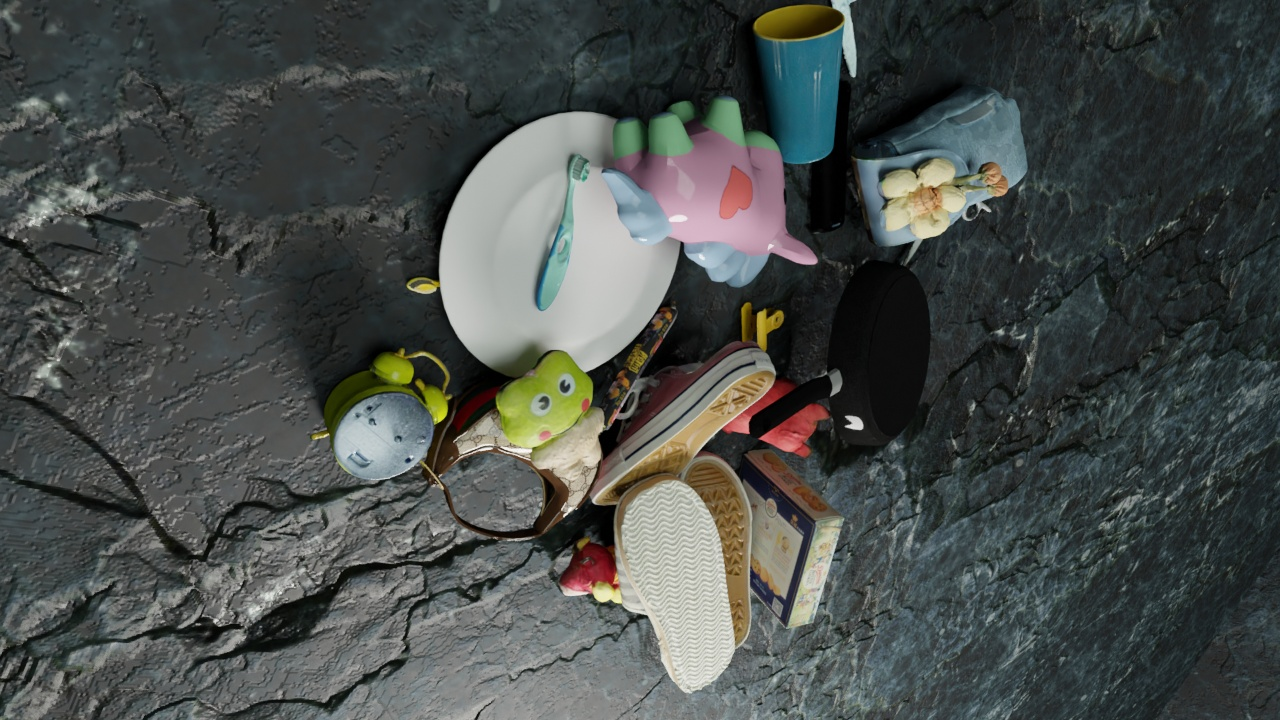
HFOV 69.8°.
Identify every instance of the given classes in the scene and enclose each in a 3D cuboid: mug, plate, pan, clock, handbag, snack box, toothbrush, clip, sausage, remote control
[{"bbox_3d":[0.142,-0.243,0.820,0.078,0.078,0.121,-27,133,-19],"label":"mug"},{"bbox_3d":[-0.058,-0.091,0.796,0.242,0.016,0.243,-17,122,-30],"label":"plate"},{"bbox_3d":[0.219,0.014,0.945,0.354,0.044,0.204,-25,116,-49],"label":"pan"},{"bbox_3d":[-0.208,0.043,0.761,0.119,0.057,0.083,-43,130,-5],"label":"clock"},{"bbox_3d":[0.310,-0.193,0.926,0.191,0.118,0.122,-26,121,-11],"label":"handbag"},{"bbox_3d":[0.155,0.199,1.035,0.042,0.144,0.145,-3,118,-28],"label":"snack box"},{"bbox_3d":[-0.064,-0.103,0.760,0.022,0.017,0.135,0,113,-45],"label":"toothbrush"},{"bbox_3d":[-0.130,-0.065,0.777,0.135,0.016,0.021,-5,114,-31],"label":"toothbrush"},{"bbox_3d":[0.130,-0.037,0.958,0.048,0.045,0.054,-7,121,-2],"label":"clip"},{"bbox_3d":[-0.005,0.005,0.870,0.155,0.020,0.020,-58,134,-20],"label":"sausage"},{"bbox_3d":[0.190,-0.198,0.910,0.041,0.020,0.152,-20,125,-24],"label":"remote control"},{"bbox_3d":[-0.119,0.095,0.839,0.166,0.063,0.138,36,83,-38],"label":"handbag"}]

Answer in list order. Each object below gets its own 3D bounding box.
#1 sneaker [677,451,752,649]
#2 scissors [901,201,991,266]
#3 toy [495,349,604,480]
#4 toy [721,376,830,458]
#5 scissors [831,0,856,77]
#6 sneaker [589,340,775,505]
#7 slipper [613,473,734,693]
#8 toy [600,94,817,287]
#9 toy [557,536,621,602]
[{"bbox_3d":[0.076,0.208,1.038,0.087,0.079,0.235,-13,105,-18],"label":"sneaker"},{"bbox_3d":[0.338,-0.168,1.030,0.174,0.014,0.142,-5,116,-33],"label":"scissors"},{"bbox_3d":[-0.072,0.053,0.792,0.092,0.043,0.118,-40,120,-27],"label":"toy"},{"bbox_3d":[0.130,0.056,0.969,0.132,0.094,0.088,1,117,-33],"label":"toy"},{"bbox_3d":[0.194,-0.343,0.833,0.168,0.014,0.171,-35,130,-12],"label":"scissors"},{"bbox_3d":[0.025,0.052,0.905,0.242,0.087,0.118,-43,148,24],"label":"sneaker"},{"bbox_3d":[0.036,0.232,0.954,0.114,0.054,0.273,-27,118,-17],"label":"slipper"},{"bbox_3d":[0.054,-0.135,0.790,0.221,0.120,0.171,-30,116,-41],"label":"toy"},{"bbox_3d":[-0.018,0.220,0.990,0.137,0.067,0.106,10,112,-44],"label":"toy"}]
